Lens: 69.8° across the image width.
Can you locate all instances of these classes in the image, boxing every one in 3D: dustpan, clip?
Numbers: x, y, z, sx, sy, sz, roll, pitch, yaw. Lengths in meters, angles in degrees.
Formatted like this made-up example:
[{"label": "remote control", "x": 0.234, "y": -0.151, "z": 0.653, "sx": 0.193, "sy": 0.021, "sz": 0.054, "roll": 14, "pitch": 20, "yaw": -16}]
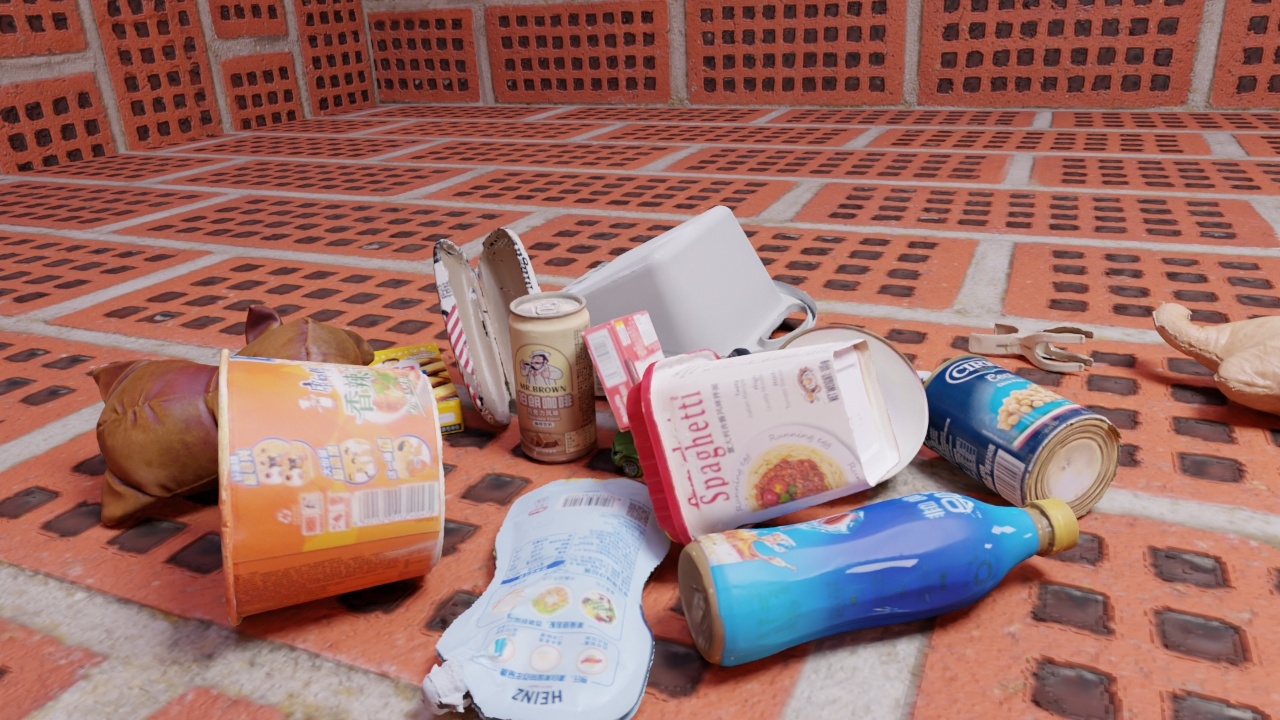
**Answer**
[{"label": "dustpan", "x": 0.028, "y": -0.045, "z": 0.898, "sx": 0.258, "sy": 0.142, "sz": 0.222, "roll": -24, "pitch": 11, "yaw": 37}, {"label": "clip", "x": 0.346, "y": -0.015, "z": 0.810, "sx": 0.071, "sy": 0.035, "sz": 0.100, "roll": -20, "pitch": 23, "yaw": -34}]

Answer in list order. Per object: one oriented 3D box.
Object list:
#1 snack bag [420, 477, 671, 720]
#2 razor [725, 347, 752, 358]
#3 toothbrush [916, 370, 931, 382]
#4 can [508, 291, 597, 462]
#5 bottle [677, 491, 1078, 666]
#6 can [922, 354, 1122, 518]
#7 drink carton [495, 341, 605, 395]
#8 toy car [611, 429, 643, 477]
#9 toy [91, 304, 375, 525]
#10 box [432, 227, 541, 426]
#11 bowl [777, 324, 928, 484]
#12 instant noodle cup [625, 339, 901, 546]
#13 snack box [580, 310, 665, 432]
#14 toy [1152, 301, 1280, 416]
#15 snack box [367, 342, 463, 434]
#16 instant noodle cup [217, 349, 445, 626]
[{"label": "snack bag", "x": -0.042, "y": 0.126, "z": 0.496, "sx": 0.110, "sy": 0.039, "sz": 0.190, "roll": 6, "pitch": 24, "yaw": 7}, {"label": "razor", "x": 0.144, "y": 0.028, "z": 0.701, "sx": 0.167, "sy": 0.062, "sz": 0.067, "roll": 6, "pitch": -8, "yaw": 8}, {"label": "toothbrush", "x": 0.154, "y": 0.020, "z": 0.761, "sx": 0.191, "sy": 0.018, "sz": 0.016, "roll": -7, "pitch": 22, "yaw": -10}, {"label": "can", "x": -0.064, "y": 0.012, "z": 0.673, "sx": 0.058, "sy": 0.116, "sz": 0.058, "roll": -2, "pitch": 22, "yaw": 1}, {"label": "bottle", "x": 0.131, "y": 0.107, "z": 0.485, "sx": 0.218, "sy": 0.065, "sz": 0.065, "roll": -8, "pitch": 22, "yaw": -14}, {"label": "can", "x": 0.244, "y": 0.050, "z": 0.601, "sx": 0.075, "sy": 0.075, "sz": 0.111, "roll": -10, "pitch": 24, "yaw": -18}, {"label": "drink carton", "x": -0.071, "y": 0.002, "z": 0.796, "sx": 0.122, "sy": 0.045, "sz": 0.053, "roll": 2, "pitch": 23, "yaw": 12}, {"label": "toy car", "x": 0.024, "y": 0.059, "z": 0.659, "sx": 0.091, "sy": 0.036, "sz": 0.043, "roll": -6, "pitch": 23, "yaw": 2}, {"label": "toy", "x": -0.282, "y": 0.038, "z": 0.639, "sx": 0.199, "sy": 0.131, "sz": 0.140, "roll": -16, "pitch": 62, "yaw": -4}, {"label": "box", "x": -0.108, "y": -0.032, "z": 0.744, "sx": 0.088, "sy": 0.162, "sz": 0.076, "roll": -22, "pitch": -18, "yaw": 6}, {"label": "bowl", "x": 0.134, "y": 0.038, "z": 0.634, "sx": 0.113, "sy": 0.113, "sz": 0.062, "roll": -5, "pitch": -20, "yaw": -6}, {"label": "instant noodle cup", "x": 0.074, "y": 0.042, "z": 0.534, "sx": 0.124, "sy": 0.116, "sz": 0.116, "roll": -17, "pitch": -2, "yaw": 30}, {"label": "snack box", "x": -0.004, "y": 0.004, "z": 0.689, "sx": 0.025, "sy": 0.075, "sz": 0.152, "roll": -21, "pitch": 2, "yaw": 11}, {"label": "toy", "x": 0.495, "y": 0.005, "z": 0.678, "sx": 0.143, "sy": 0.082, "sz": 0.226, "roll": -1, "pitch": 18, "yaw": -19}, {"label": "snack box", "x": -0.203, "y": 0.026, "z": 0.770, "sx": 0.086, "sy": 0.034, "sz": 0.140, "roll": -9, "pitch": 21, "yaw": -17}, {"label": "instant noodle cup", "x": -0.178, "y": 0.067, "z": 0.525, "sx": 0.111, "sy": 0.151, "sz": 0.151, "roll": -2, "pitch": 20, "yaw": -22}]
